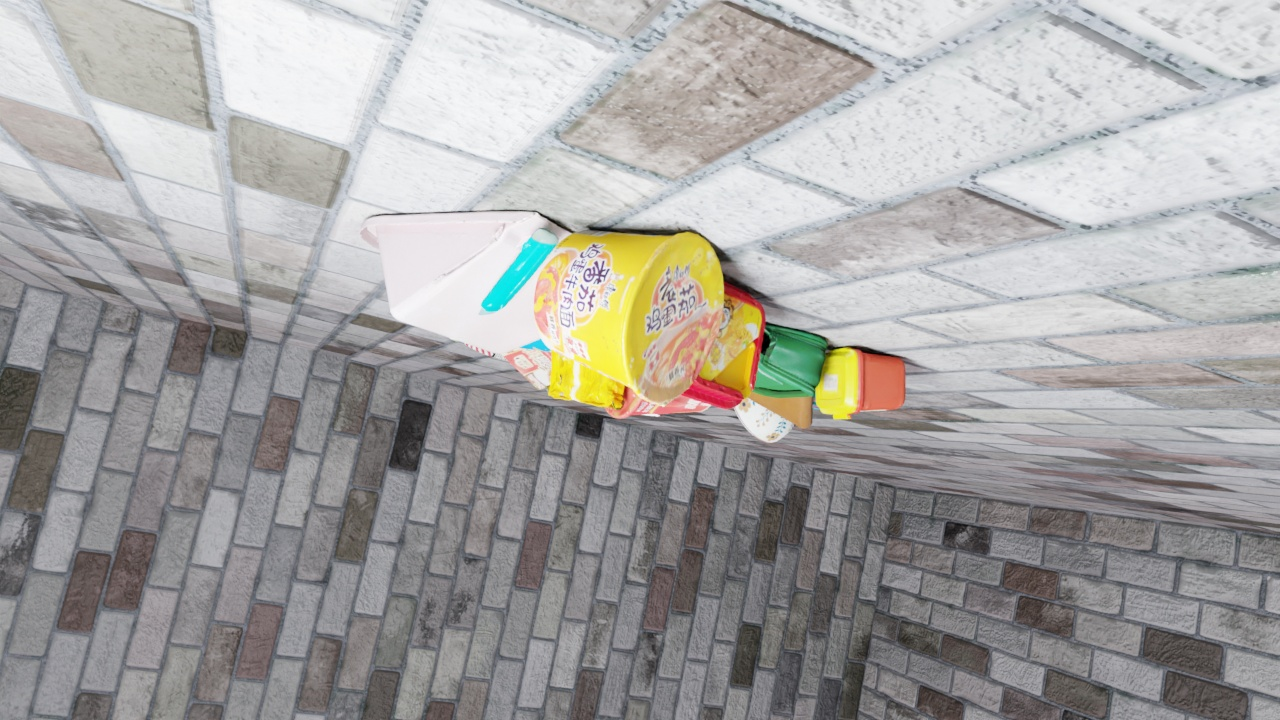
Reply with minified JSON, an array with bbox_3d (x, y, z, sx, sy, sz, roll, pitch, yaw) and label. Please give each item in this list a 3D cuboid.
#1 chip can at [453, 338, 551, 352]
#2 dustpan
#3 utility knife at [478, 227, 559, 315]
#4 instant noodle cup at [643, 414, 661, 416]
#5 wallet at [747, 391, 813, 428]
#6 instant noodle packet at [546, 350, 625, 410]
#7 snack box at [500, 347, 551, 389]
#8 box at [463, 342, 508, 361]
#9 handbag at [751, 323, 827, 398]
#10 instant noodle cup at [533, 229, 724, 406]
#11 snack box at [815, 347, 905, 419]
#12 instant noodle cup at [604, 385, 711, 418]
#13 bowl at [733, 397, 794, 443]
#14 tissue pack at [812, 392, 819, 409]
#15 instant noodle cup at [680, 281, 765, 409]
[{"bbox_3d":[-0.139,-0.048,1.126,0.210,0.071,0.071,7,171,27],"label":"chip can"},{"bbox_3d":[-0.146,-0.110,0.917,0.274,0.138,0.222,-23,155,24],"label":"dustpan"},{"bbox_3d":[-0.113,-0.076,0.820,0.029,0.013,0.167,5,154,-29],"label":"utility knife"},{"bbox_3d":[-0.007,0.007,1.163,0.118,0.114,0.118,11,173,1],"label":"instant noodle cup"},{"bbox_3d":[0.176,0.032,1.191,0.108,0.031,0.132,28,158,22],"label":"wallet"},{"bbox_3d":[-0.054,-0.016,1.009,0.111,0.128,0.044,8,-176,40],"label":"instant noodle packet"},{"bbox_3d":[-0.149,-0.014,1.291,0.075,0.025,0.153,-19,144,15],"label":"snack box"},{"bbox_3d":[-0.191,-0.023,1.351,0.163,0.082,0.075,13,178,-31],"label":"box"},{"bbox_3d":[0.144,-0.005,1.062,0.120,0.068,0.131,22,170,-20],"label":"handbag"},{"bbox_3d":[-0.013,-0.044,0.755,0.110,0.138,0.138,16,176,33],"label":"instant noodle cup"},{"bbox_3d":[0.255,0.028,1.062,0.080,0.082,0.091,3,176,-15],"label":"snack box"},{"bbox_3d":[0.026,0.001,1.035,0.108,0.138,0.138,6,176,-28],"label":"instant noodle cup"},{"bbox_3d":[0.188,0.055,1.316,0.113,0.113,0.062,18,138,-41],"label":"bowl"},{"bbox_3d":[0.250,0.037,1.232,0.093,0.050,0.134,17,170,-24],"label":"tissue pack"},{"bbox_3d":[0.038,-0.019,0.884,0.124,0.116,0.116,3,169,44],"label":"instant noodle cup"}]
